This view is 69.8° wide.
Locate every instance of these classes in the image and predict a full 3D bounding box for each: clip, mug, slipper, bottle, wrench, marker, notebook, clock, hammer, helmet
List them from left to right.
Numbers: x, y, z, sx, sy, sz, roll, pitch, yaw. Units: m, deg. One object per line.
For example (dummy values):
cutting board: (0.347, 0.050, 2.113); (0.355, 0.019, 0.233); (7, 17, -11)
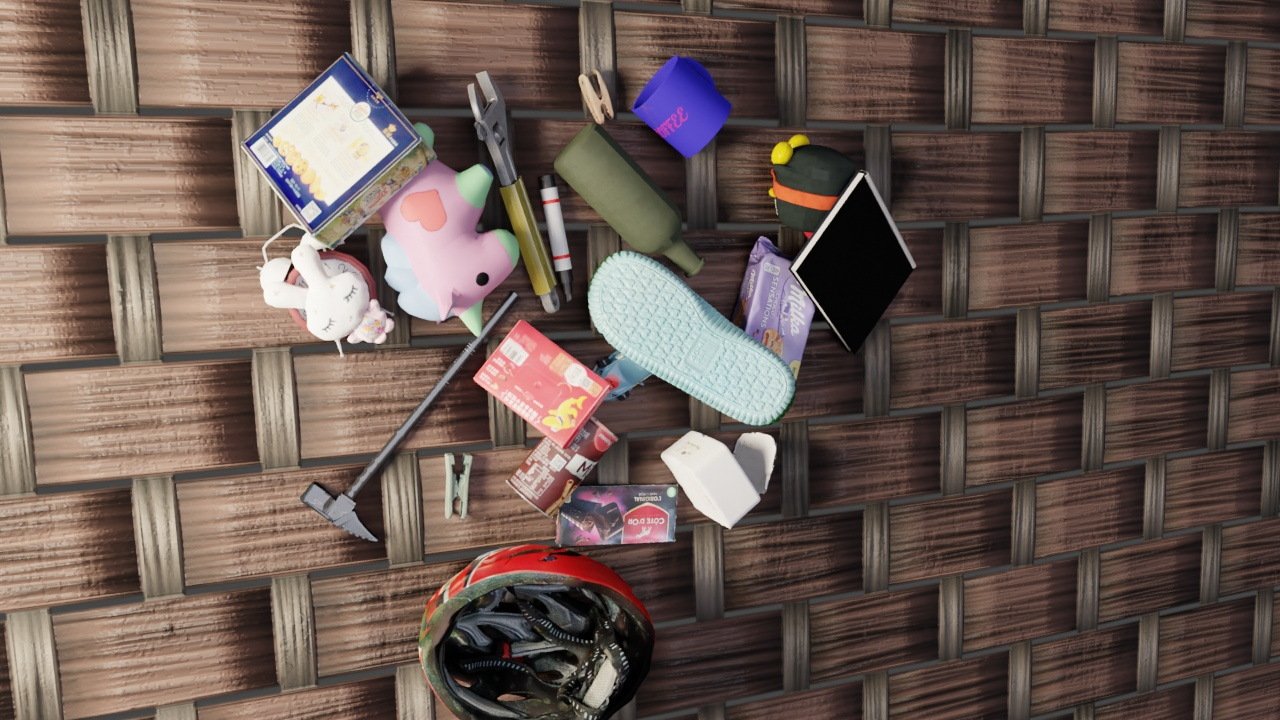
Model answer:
clock: (-0.334, -0.079, 0.965); (0.096, 0.048, 0.137); (-42, 109, -10)
hammer: (-0.238, 0.055, 1.033); (0.095, 0.015, 0.324); (41, 82, -19)
clip: (-0.209, 0.144, 1.049); (0.047, 0.023, 0.076); (3, 93, -18)
wrench: (-0.137, -0.181, 1.021); (0.018, 0.083, 0.273); (-11, 110, 17)
helmet: (-0.117, 0.305, 1.020); (0.271, 0.167, 0.217); (25, 101, -26)
marker: (-0.095, -0.140, 1.056); (0.019, 0.019, 0.145); (-13, 100, -18)
clip: (-0.052, -0.302, 1.052); (0.062, 0.025, 0.047); (37, 88, -26)
bottle: (-0.005, -0.176, 1.056); (0.207, 0.071, 0.071); (43, 81, -18)
mug: (0.053, -0.304, 1.065); (0.083, 0.079, 0.111); (37, 56, -19)
slipper: (0.057, -0.020, 1.072); (0.276, 0.069, 0.116); (34, 79, 2)
notebook: (0.268, -0.116, 1.138); (0.149, 0.016, 0.206); (-54, 137, -6)

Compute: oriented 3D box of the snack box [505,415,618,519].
snack box: (-0.090, 0.115, 1.060); (0.072, 0.072, 0.121); (42, 83, -19)

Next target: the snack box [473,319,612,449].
snack box: (-0.110, 0.026, 1.034); (0.133, 0.021, 0.089); (36, 83, 13)

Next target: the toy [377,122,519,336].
toy: (-0.227, -0.141, 0.968); (0.222, 0.120, 0.171); (34, 82, -13)

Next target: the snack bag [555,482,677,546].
snack bag: (-0.027, 0.187, 1.120); (0.155, 0.018, 0.074); (1, 95, -21)

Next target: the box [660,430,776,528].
box: (0.113, 0.121, 1.114); (0.130, 0.110, 0.103); (-38, 107, -11)

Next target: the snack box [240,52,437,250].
snack box: (-0.300, -0.209, 0.914); (0.145, 0.042, 0.144); (-41, 70, -1)

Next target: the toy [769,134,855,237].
toy: (0.206, -0.204, 1.118); (0.100, 0.097, 0.119); (20, 119, 21)

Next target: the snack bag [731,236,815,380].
snack bag: (0.156, -0.040, 1.136); (0.096, 0.058, 0.205); (17, 88, -23)

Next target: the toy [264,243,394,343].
toy: (-0.310, -0.057, 0.929); (0.125, 0.037, 0.076); (36, 88, -16)

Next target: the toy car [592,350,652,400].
toy car: (-0.007, 0.006, 1.100); (0.107, 0.027, 0.060); (-34, 106, -13)
